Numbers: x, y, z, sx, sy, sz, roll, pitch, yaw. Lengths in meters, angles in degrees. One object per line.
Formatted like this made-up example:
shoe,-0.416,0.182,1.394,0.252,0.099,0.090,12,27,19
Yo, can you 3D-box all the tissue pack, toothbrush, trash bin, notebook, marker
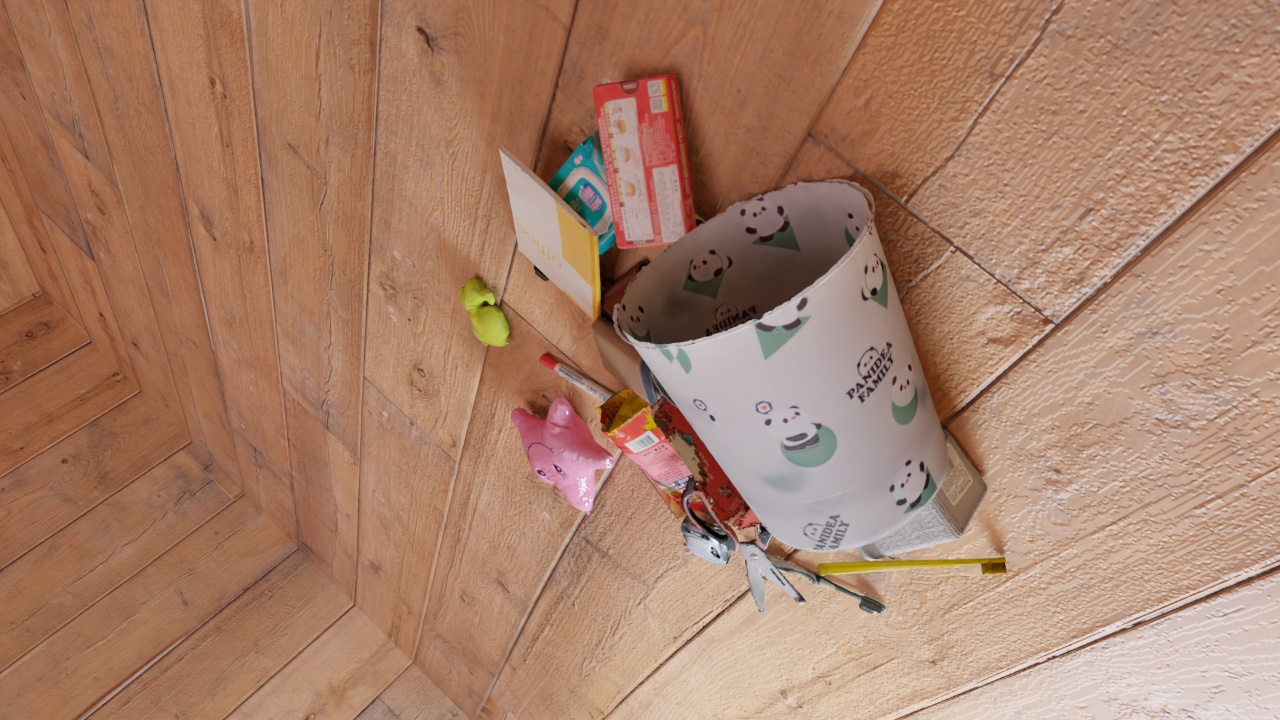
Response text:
tissue pack,-0.044,-0.168,0.946,0.093,0.050,0.134,49,146,-3
toothbrush,-0.059,-0.059,1.104,0.186,0.012,0.017,38,151,13
trash bin,0.137,0.012,0.791,0.230,0.228,0.252,-1,129,48
notebook,-0.095,-0.131,1.011,0.146,0.010,0.207,44,163,15
marker,-0.074,0.030,1.204,0.145,0.017,0.017,30,142,24
toothbrush,0.211,0.270,1.130,0.192,0.018,0.016,17,134,36
toothbrush,0.267,0.203,0.895,0.016,0.190,0.016,110,159,-71

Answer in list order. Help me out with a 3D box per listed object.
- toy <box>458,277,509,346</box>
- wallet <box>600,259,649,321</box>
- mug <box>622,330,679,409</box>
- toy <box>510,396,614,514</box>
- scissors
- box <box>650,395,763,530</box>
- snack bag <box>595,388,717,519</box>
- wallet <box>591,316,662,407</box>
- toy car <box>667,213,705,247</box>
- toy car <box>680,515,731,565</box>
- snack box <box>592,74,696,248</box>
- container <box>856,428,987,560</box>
toy,-0.213,-0.062,1.252,0.100,0.031,0.097,51,144,-4
wallet,0.013,-0.043,1.026,0.124,0.032,0.101,50,148,-2
mug,0.058,-0.020,0.934,0.124,0.103,0.084,44,146,7
toy,-0.102,0.135,1.284,0.195,0.074,0.178,-14,105,53
scissors,0.132,0.219,1.117,0.189,0.015,0.227,18,122,5
box,0.085,0.099,0.977,0.078,0.091,0.168,-49,60,25
snack bag,0.035,0.129,1.145,0.129,0.073,0.208,-8,129,50
wallet,-0.006,0.006,1.055,0.115,0.033,0.090,34,154,38
toy car,0.067,-0.104,0.905,0.105,0.032,0.048,49,147,-18
toy car,0.085,0.239,1.199,0.054,0.036,0.121,16,155,23
snack box,0.005,-0.182,0.849,0.075,0.025,0.153,0,111,26
container,0.256,0.127,0.880,0.090,0.090,0.115,52,143,-7
